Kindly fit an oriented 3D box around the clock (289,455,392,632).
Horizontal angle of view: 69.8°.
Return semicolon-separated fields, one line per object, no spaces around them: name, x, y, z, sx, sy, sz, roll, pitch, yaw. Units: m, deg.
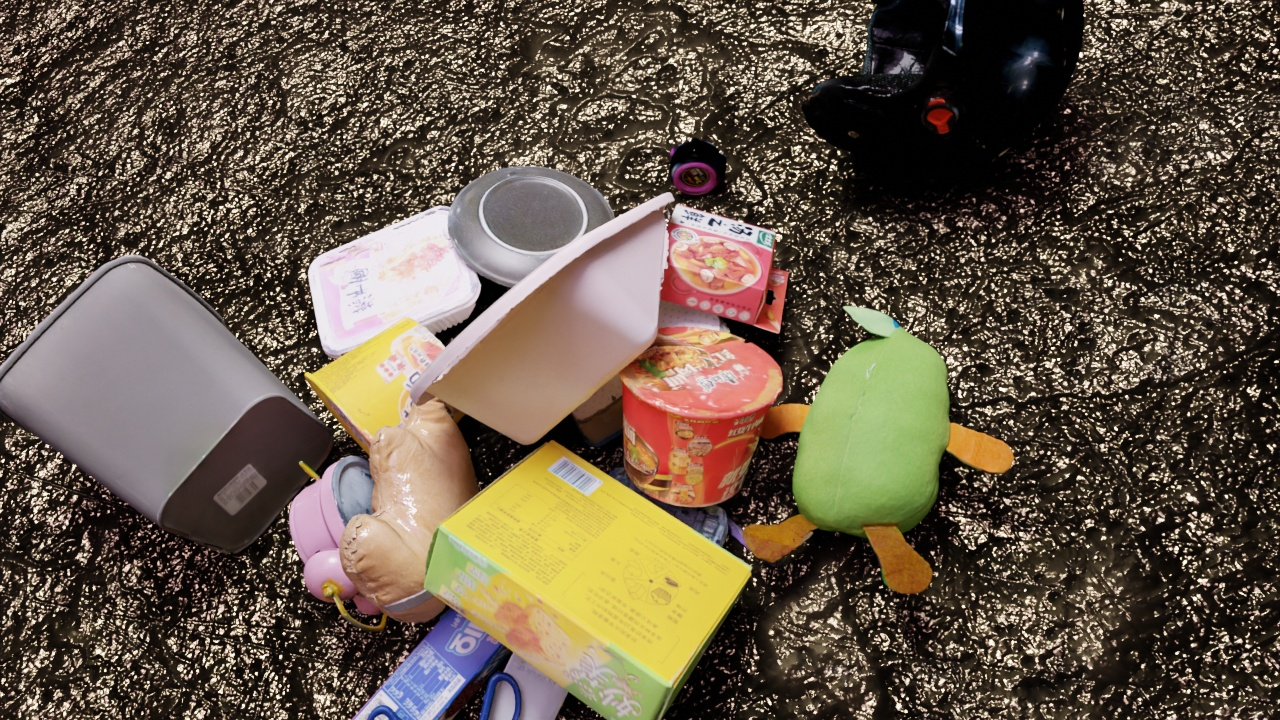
clock;-0.253;0.165;0.816;0.060;0.117;0.158;-30;57;9

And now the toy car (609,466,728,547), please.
toy car;0.019;0.135;0.806;0.121;0.037;0.054;20;82;23

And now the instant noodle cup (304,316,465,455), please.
instant noodle cup;-0.230;0.033;0.874;0.109;0.138;0.138;-41;61;-20

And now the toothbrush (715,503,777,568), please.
toothbrush;0.051;0.122;0.824;0.189;0.017;0.014;40;89;25

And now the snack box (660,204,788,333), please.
snack box;0.080;-0.089;0.861;0.127;0.044;0.113;16;38;2

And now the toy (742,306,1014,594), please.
toy;0.193;0.072;0.769;0.227;0.090;0.246;8;61;33

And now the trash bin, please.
trash bin;-0.443;0.054;0.884;0.220;0.199;0.198;34;76;20

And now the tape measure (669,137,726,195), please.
tape measure;0.059;-0.205;0.966;0.058;0.057;0.039;-34;43;45

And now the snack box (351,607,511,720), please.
snack box;-0.153;0.248;0.774;0.057;0.058;0.207;38;77;16

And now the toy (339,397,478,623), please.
toy;-0.185;0.111;0.789;0.082;0.143;0.225;-5;50;14

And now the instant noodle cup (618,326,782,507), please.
instant noodle cup;0.046;0.051;0.783;0.138;0.109;0.137;4;31;-3

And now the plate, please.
plate;-0.112;-0.147;0.962;0.179;0.024;0.179;4;55;-6

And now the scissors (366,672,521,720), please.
scissors;-0.145;0.323;0.719;0.162;0.012;0.175;28;79;-5

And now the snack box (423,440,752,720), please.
snack box;-0.039;0.170;0.721;0.210;0.070;0.157;31;33;15

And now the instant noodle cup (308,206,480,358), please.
instant noodle cup;-0.253;-0.073;0.972;0.173;0.060;0.138;-23;60;2

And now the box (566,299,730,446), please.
box;-0.005;0.005;0.872;0.184;0.059;0.089;-31;59;-1

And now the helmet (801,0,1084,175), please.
helmet;0.286;-0.296;0.843;0.230;0.275;0.233;18;75;-7

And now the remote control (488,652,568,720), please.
remote control;-0.083;0.256;0.750;0.056;0.020;0.136;26;89;3

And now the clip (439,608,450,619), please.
clip;-0.160;0.210;0.826;0.055;0.013;0.038;-29;60;-3

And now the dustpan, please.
dustpan;-0.087;-0.054;0.773;0.223;0.139;0.272;-42;29;24
